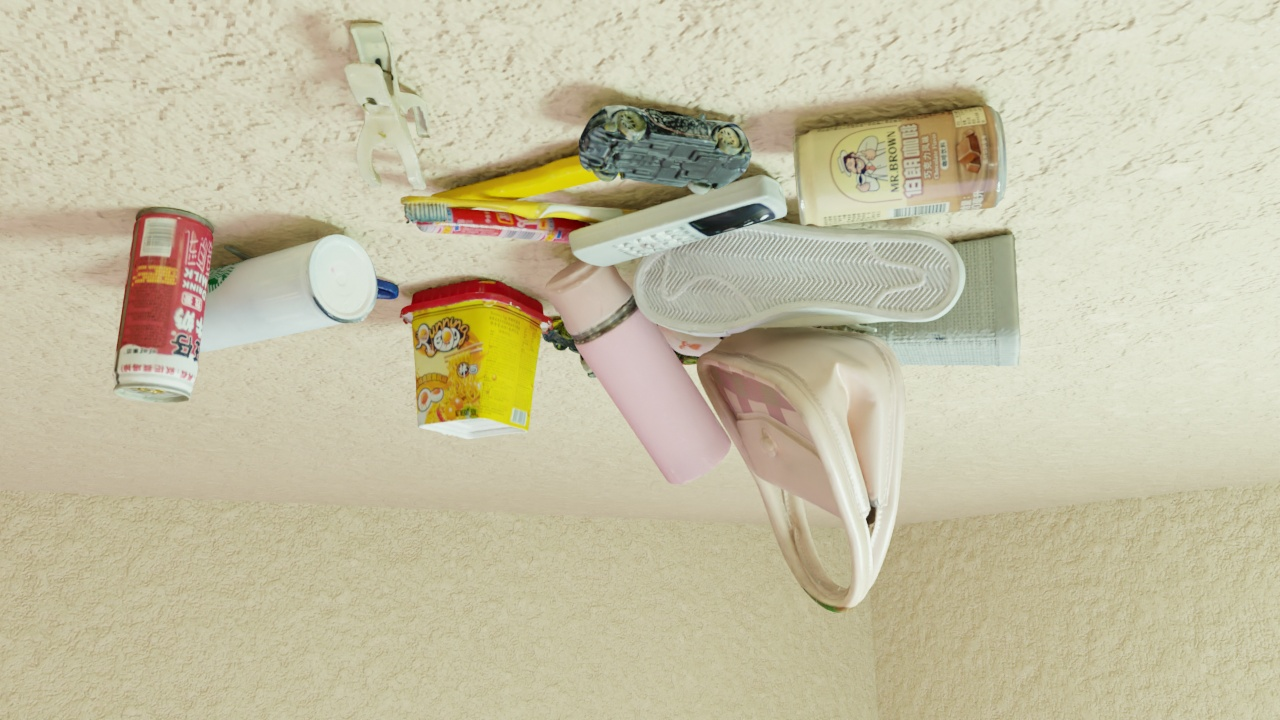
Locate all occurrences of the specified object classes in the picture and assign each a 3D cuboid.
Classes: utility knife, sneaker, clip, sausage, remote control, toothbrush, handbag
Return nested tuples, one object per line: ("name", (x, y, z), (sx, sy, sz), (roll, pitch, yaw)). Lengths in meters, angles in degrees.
("utility knife", (-0.071, -0.118, 0.597), (0.154, 0.015, 0.033), (-7, 173, 24))
("sneaker", (0.117, -0.065, 0.691), (0.243, 0.089, 0.090), (1, -171, 21))
("clip", (-0.138, -0.146, 0.501), (0.035, 0.083, 0.105), (1, 140, -1))
("sausage", (-0.091, -0.094, 0.641), (0.155, 0.020, 0.020), (-1, 169, -39))
("remote control", (0.026, -0.094, 0.639), (0.150, 0.021, 0.058), (-13, 171, 21))
("toothbrush", (-0.068, -0.098, 0.620), (0.191, 0.018, 0.016), (-2, 177, -34))
("handbag", (0.136, 0.091, 0.741), (0.093, 0.234, 0.193), (-18, -166, -16))

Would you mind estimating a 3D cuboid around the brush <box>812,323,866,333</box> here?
("brush", (0.197, -0.018, 0.902), (0.072, 0.063, 0.146), (-26, 175, -28))

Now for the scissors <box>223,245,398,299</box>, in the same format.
("scissors", (-0.295, -0.065, 0.800), (0.162, 0.012, 0.175), (1, 164, -2))

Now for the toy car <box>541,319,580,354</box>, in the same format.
("toy car", (-0.047, -0.022, 0.926), (0.105, 0.032, 0.048), (15, 162, -11))

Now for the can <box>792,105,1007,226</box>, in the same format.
("can", (0.151, -0.113, 0.542), (0.116, 0.058, 0.058), (-4, 164, 15))

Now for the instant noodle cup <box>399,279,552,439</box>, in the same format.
("instant noodle cup", (-0.150, 0.003, 0.839), (0.116, 0.123, 0.116), (-8, 164, 27))

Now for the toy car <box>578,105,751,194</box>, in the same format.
("toy car", (0.015, -0.126, 0.539), (0.105, 0.031, 0.049), (4, 156, -25))

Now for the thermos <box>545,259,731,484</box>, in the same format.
("thermos", (-0.005, 0.004, 0.763), (0.067, 0.198, 0.087), (-35, -166, -4))

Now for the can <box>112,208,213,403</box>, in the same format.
("can", (-0.344, -0.039, 0.663), (0.053, 0.132, 0.053), (-1, 165, 0))

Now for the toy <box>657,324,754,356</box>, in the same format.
("toy", (0.095, -0.038, 0.836), (0.159, 0.054, 0.121), (-6, 163, -9))

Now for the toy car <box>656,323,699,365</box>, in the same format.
("toy car", (0.013, -0.020, 0.901), (0.106, 0.049, 0.031), (1, 163, -9))

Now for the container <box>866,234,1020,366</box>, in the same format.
("container", (0.246, -0.044, 0.750), (0.114, 0.090, 0.090), (-3, 165, 21))

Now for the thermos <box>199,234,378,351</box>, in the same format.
("thermos", (-0.316, -0.048, 0.731), (0.225, 0.073, 0.073), (-8, 163, 29))

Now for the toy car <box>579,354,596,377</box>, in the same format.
("toy car", (-0.026, -0.002, 0.982), (0.090, 0.042, 0.035), (11, 152, -38))
